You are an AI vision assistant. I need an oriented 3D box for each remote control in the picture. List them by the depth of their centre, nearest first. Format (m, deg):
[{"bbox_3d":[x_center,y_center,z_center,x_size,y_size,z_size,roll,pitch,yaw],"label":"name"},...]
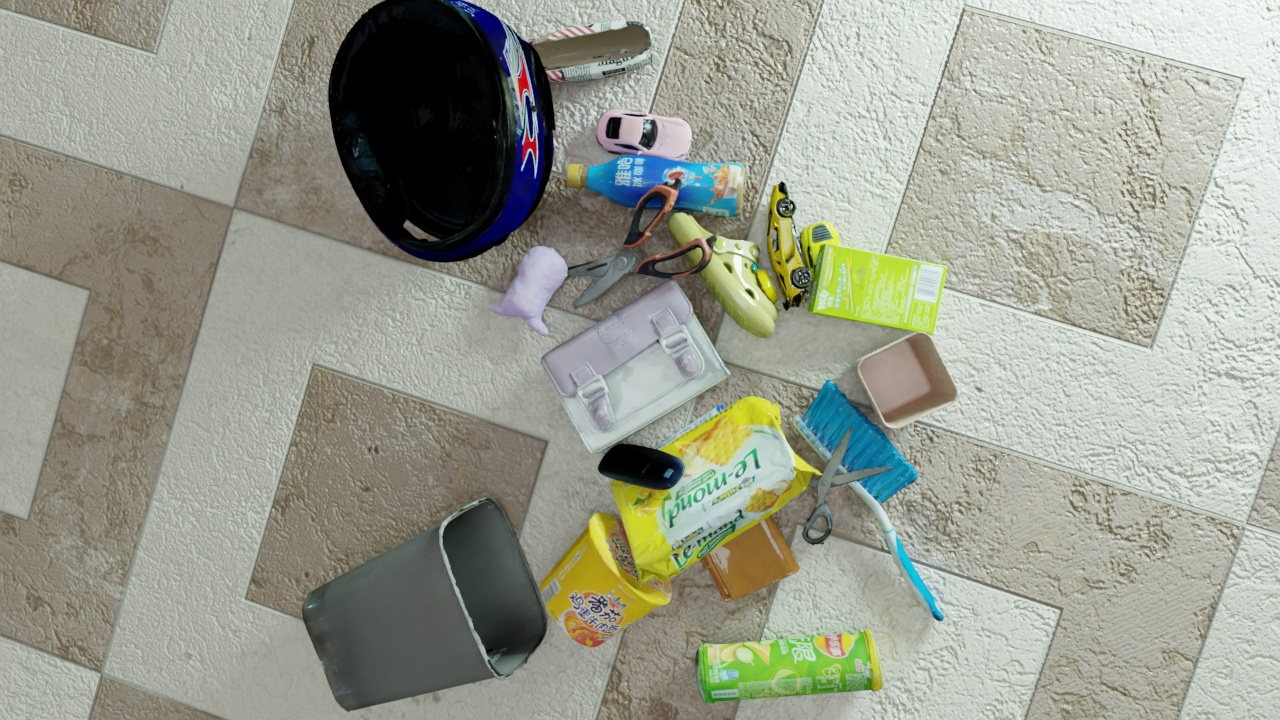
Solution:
[{"bbox_3d":[-0.004,0.126,1.120,0.053,0.137,0.024,-55,129,-25],"label":"remote control"}]

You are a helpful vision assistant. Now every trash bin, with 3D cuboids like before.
[{"bbox_3d":[-0.262,0.306,1.118,0.220,0.198,0.198,-24,88,13],"label":"trash bin"}]

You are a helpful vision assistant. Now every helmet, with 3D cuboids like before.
[{"bbox_3d":[-0.212,-0.252,1.065,0.247,0.240,0.315,-17,80,10],"label":"helmet"}]

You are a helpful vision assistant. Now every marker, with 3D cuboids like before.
[{"bbox_3d":[0.046,0.100,1.159,0.146,0.017,0.017,-33,87,6],"label":"marker"}]

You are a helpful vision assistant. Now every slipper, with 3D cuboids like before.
[{"bbox_3d":[0.111,-0.115,1.113,0.081,0.091,0.190,-40,83,3],"label":"slipper"}]

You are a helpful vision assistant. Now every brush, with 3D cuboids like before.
[{"bbox_3d":[0.298,0.171,1.117,0.109,0.060,0.314,-43,89,11],"label":"brush"}]

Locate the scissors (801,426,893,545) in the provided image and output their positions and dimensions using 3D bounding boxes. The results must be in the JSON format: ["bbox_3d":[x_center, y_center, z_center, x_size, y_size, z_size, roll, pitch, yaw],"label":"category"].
[{"bbox_3d":[0.221,0.153,1.106,0.181,0.014,0.159,-3,111,31],"label":"scissors"}]

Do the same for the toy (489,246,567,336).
[{"bbox_3d":[-0.133,-0.093,1.164,0.084,0.039,0.108,28,92,5],"label":"toy"}]

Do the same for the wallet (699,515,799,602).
[{"bbox_3d":[0.121,0.226,1.145,0.108,0.031,0.132,-28,91,7],"label":"wallet"}]

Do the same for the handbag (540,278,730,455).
[{"bbox_3d":[-0.007,0.007,1.128,0.197,0.098,0.145,-31,82,6],"label":"handbag"}]

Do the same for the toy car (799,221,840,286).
[{"bbox_3d":[0.228,-0.119,1.126,0.048,0.032,0.105,-15,91,6],"label":"toy car"}]

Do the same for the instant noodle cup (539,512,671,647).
[{"bbox_3d":[-0.047,0.274,1.120,0.138,0.138,0.110,46,103,4],"label":"instant noodle cup"}]

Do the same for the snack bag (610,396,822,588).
[{"bbox_3d":[0.081,0.153,1.095,0.247,0.158,0.068,-33,124,7],"label":"snack bag"}]

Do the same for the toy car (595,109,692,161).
[{"bbox_3d":[0.004,-0.282,1.147,0.122,0.037,0.056,10,94,5],"label":"toy car"}]

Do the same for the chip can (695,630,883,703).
[{"bbox_3d":[0.178,0.375,1.122,0.221,0.072,0.072,-7,90,6],"label":"chip can"}]

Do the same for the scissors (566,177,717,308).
[{"bbox_3d":[-0.004,-0.131,1.114,0.190,0.015,0.222,31,112,26],"label":"scissors"}]

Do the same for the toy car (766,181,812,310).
[{"bbox_3d":[0.175,-0.138,1.113,0.041,0.071,0.156,-10,88,2],"label":"toy car"}]

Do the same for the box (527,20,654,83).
[{"bbox_3d":[-0.063,-0.366,1.139,0.163,0.075,0.081,-9,79,5],"label":"box"}]

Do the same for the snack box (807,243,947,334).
[{"bbox_3d":[0.285,-0.086,1.105,0.156,0.026,0.086,9,93,-8],"label":"snack box"}]

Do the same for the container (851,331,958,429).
[{"bbox_3d":[0.304,0.022,1.080,0.090,0.111,0.090,-27,88,6],"label":"container"}]

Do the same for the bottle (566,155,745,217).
[{"bbox_3d":[0.018,-0.218,1.132,0.219,0.065,0.065,7,92,7],"label":"bottle"}]
